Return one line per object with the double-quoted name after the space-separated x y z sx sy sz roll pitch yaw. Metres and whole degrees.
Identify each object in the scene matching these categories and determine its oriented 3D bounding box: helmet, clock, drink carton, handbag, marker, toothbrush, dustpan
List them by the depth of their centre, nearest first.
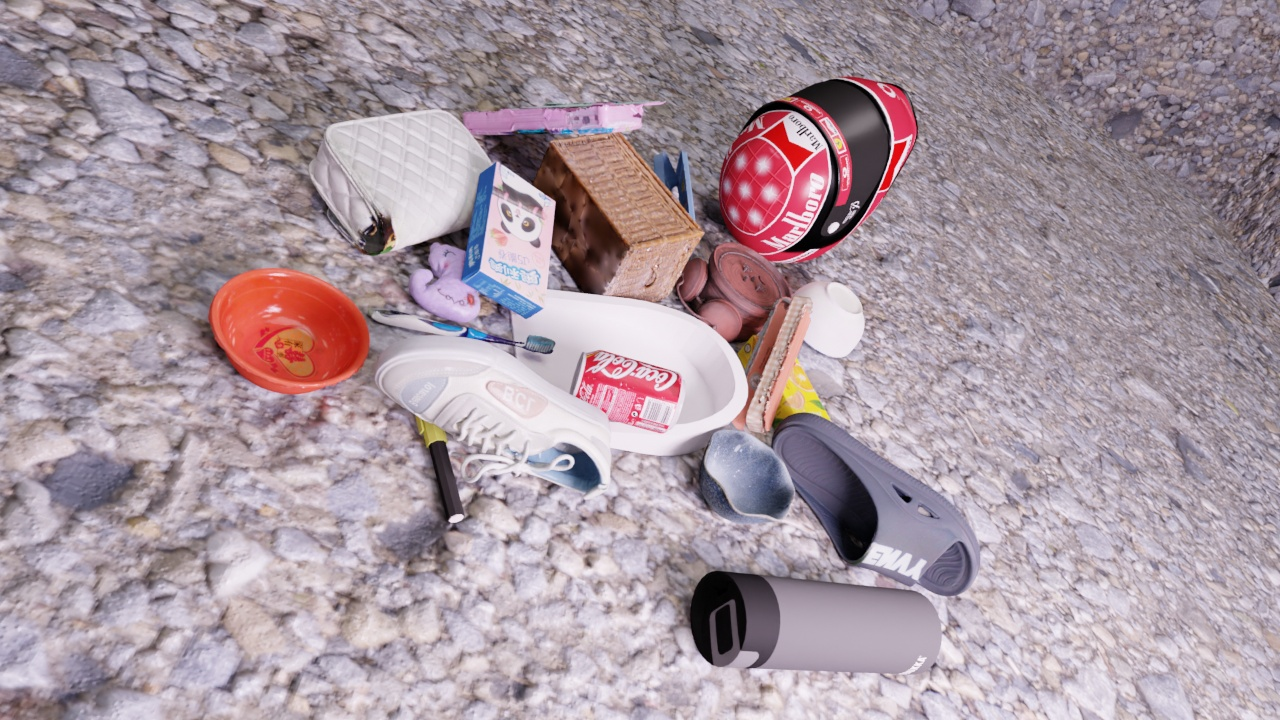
-0.177 0.085 0.806 0.021 0.018 0.123 2 52 -36 "marker"
-0.174 -0.030 0.911 0.189 0.017 0.016 11 45 -22 "toothbrush"
-0.246 -0.189 0.982 0.139 0.073 0.194 54 40 6 "handbag"
-0.006 0.006 0.989 0.257 0.053 0.191 13 45 -28 "dustpan"
0.173 0.031 1.114 0.058 0.043 0.134 3 50 -35 "drink carton"
0.111 -0.082 1.153 0.157 0.072 0.120 -5 55 -42 "clock"
0.222 -0.255 1.251 0.224 0.272 0.197 -18 62 -41 "helmet"

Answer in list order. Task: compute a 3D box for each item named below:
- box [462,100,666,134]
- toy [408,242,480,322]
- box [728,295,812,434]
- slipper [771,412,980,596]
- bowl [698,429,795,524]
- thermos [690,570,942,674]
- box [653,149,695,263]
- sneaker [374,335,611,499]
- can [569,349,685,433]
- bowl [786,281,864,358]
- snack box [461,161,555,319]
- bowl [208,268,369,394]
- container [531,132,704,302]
-0.086 -0.303 1.138 0.231 0.035 0.158 9 21 35 "box"
-0.197 -0.084 0.942 0.080 0.037 0.099 19 44 -25 "toy"
0.151 0.004 1.074 0.187 0.064 0.056 -63 142 -27 "box"
0.247 0.165 0.989 0.268 0.111 0.083 40 41 7 "slipper"
0.101 0.129 0.949 0.110 0.055 0.110 22 41 -21 "bowl"
0.167 0.249 0.861 0.240 0.082 0.082 13 45 -29 "thermos"
0.056 -0.206 1.231 0.209 0.059 0.068 -90 159 -45 "box"
-0.118 0.058 0.803 0.242 0.090 0.090 27 35 -35 "sneaker"
-0.013 0.030 0.904 0.104 0.064 0.064 16 42 -9 "can"
0.262 -0.065 1.263 0.113 0.063 0.113 22 40 -20 "bowl"
-0.138 -0.129 0.977 0.088 0.033 0.153 30 47 -37 "snack box"
-0.303 -0.017 0.785 0.130 0.045 0.130 21 41 -20 "bowl"
-0.038 -0.166 1.087 0.112 0.114 0.198 -17 61 -40 "container"
